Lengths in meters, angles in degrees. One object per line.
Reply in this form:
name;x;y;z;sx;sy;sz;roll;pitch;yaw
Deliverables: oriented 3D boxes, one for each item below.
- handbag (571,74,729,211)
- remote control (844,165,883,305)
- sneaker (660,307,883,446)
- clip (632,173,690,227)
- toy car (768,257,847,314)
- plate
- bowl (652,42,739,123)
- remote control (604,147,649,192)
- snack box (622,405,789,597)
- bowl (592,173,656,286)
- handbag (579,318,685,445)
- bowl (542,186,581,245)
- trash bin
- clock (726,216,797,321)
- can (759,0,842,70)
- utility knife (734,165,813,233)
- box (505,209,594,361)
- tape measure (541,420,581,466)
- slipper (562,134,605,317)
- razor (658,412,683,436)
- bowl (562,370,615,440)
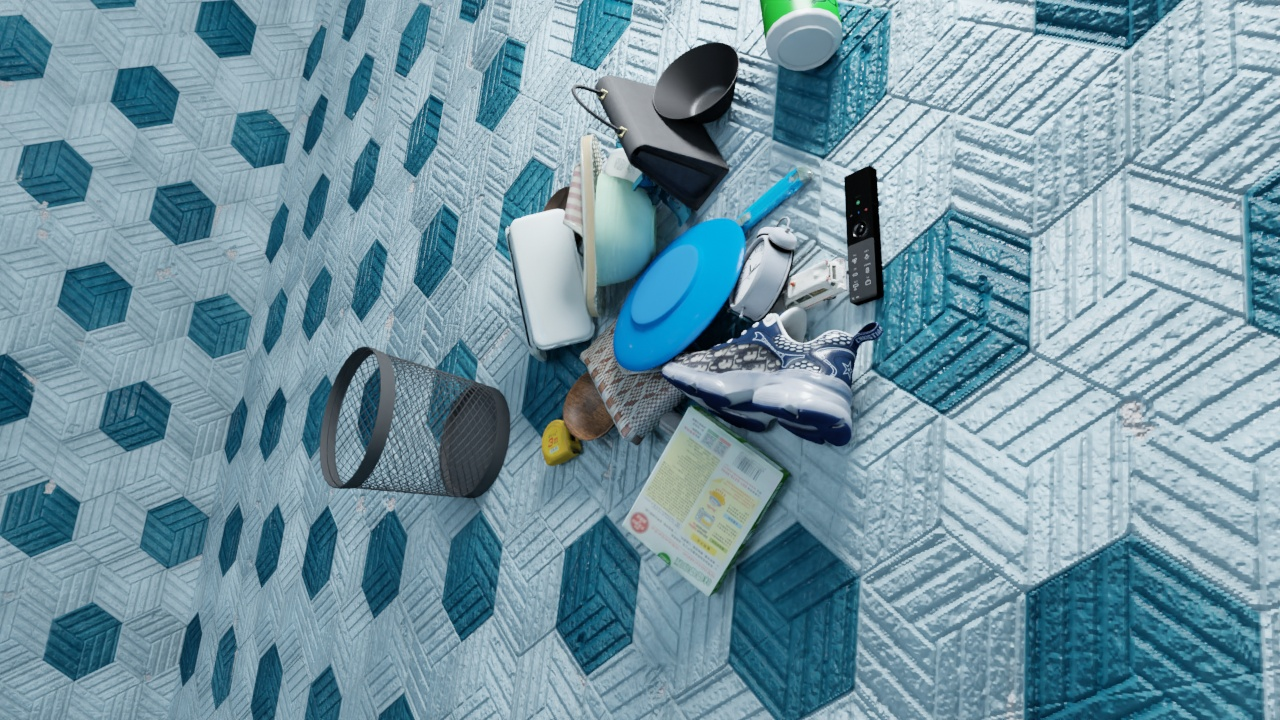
handbag;-0.006;-0.304;1.186;0.072;0.195;0.175;-49;43;29
remote control;0.234;-0.132;0.965;0.035;0.013;0.149;-19;62;48
sneaker;0.136;0.001;0.994;0.270;0.103;0.132;10;70;53
clip;0.037;-0.216;1.214;0.120;0.122;0.033;47;116;14
toy car;0.175;-0.076;0.996;0.113;0.039;0.039;-25;58;49
plate;0.037;-0.088;1.123;0.225;0.024;0.223;-38;31;28
bowl;0.083;-0.348;1.196;0.124;0.052;0.123;-17;55;25
remote control;-0.012;-0.275;1.322;0.114;0.028;0.060;26;100;53
snack box;0.069;0.155;1.019;0.132;0.027;0.168;36;107;24
bowl;-0.018;-0.174;1.228;0.151;0.077;0.151;3;-92;-86
handbag;-0.007;0.007;1.184;0.124;0.047;0.185;-47;42;15
bowl;-0.116;-0.209;1.429;0.120;0.032;0.119;-23;60;46
trash bin;-0.354;0.110;1.455;0.218;0.227;0.217;-23;60;46
clock;0.138;-0.104;1.029;0.094;0.035;0.122;-130;62;-78
can;0.184;-0.417;1.073;0.088;0.087;0.139;-29;56;44
utility knife;0.126;-0.167;1.118;0.221;0.015;0.031;-41;43;38
box;-0.132;-0.113;1.376;0.129;0.105;0.210;85;172;-83
tape measure;-0.114;0.116;1.308;0.068;0.030;0.058;-31;54;39
slipper;-0.078;-0.190;1.304;0.052;0.115;0.262;-3;83;6
razor;0.047;0.132;1.091;0.088;0.047;0.116;34;112;52
bowl;-0.057;0.063;1.253;0.102;0.026;0.114;-54;42;3
